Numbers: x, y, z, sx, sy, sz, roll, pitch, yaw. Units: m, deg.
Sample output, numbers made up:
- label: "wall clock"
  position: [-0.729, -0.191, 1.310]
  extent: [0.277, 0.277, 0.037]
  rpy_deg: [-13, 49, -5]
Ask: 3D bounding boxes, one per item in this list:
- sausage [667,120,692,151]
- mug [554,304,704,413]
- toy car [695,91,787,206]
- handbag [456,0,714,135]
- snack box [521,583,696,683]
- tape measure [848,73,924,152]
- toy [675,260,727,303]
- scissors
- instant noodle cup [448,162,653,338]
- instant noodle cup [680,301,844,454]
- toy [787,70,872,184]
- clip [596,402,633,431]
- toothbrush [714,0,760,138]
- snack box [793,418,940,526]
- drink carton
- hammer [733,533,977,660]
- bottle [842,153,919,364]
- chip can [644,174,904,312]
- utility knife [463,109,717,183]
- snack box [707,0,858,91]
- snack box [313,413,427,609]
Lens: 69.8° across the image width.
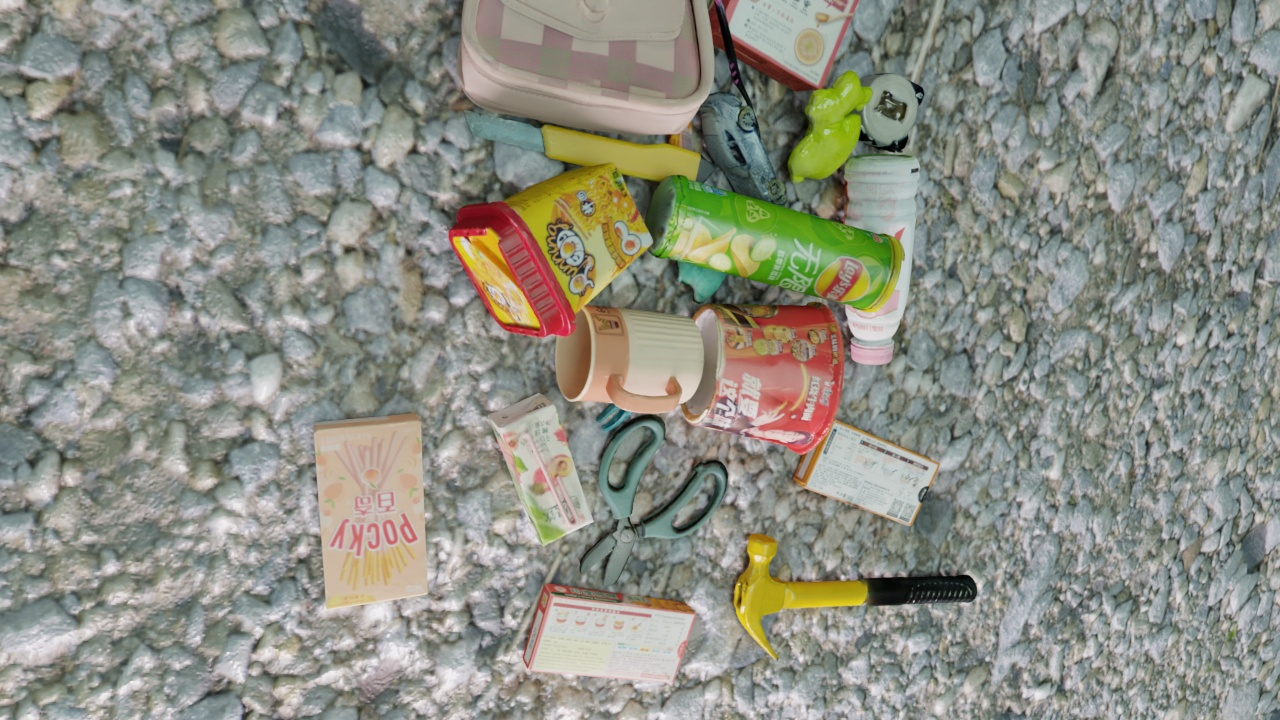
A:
- label: "sausage"
  position: [0.032, -0.220, 0.786]
  extent: [0.021, 0.021, 0.165]
  rpy_deg: [-9, 106, -21]
- label: "mug"
  position: [-0.005, 0.005, 0.775]
  extent: [0.105, 0.114, 0.082]
  rpy_deg: [3, 121, -26]
- label: "toy car"
  position: [0.086, -0.178, 0.801]
  extent: [0.036, 0.054, 0.120]
  rpy_deg: [-39, 115, -14]
- label: "handbag"
  position: [-0.035, -0.298, 0.702]
  extent: [0.193, 0.093, 0.234]
  rpy_deg: [7, 91, -17]
- label: "snack box"
  position: [-0.028, 0.262, 0.874]
  extent: [0.155, 0.027, 0.077]
  rpy_deg: [15, 97, -25]
- label: "tape measure"
  position: [0.225, -0.234, 0.858]
  extent: [0.066, 0.033, 0.066]
  rpy_deg: [14, 95, -25]
- label: "toy"
  position: [0.064, -0.098, 0.825]
  extent: [0.096, 0.030, 0.092]
  rpy_deg: [38, 83, -23]
- label: "scissors"
  position: [0.017, 0.142, 0.869]
  extent: [0.171, 0.019, 0.177]
  rpy_deg: [14, 95, -26]
- label: "instant noodle cup"
  position: [-0.068, -0.093, 0.732]
  extent: [0.123, 0.116, 0.116]
  rpy_deg: [-38, 114, -24]
- label: "instant noodle cup"
  position: [0.101, 0.011, 0.814]
  extent: [0.108, 0.138, 0.138]
  rpy_deg: [6, 100, -16]
- label: "toy"
  position: [0.171, -0.205, 0.824]
  extent: [0.096, 0.031, 0.100]
  rpy_deg: [-34, 144, -8]
- label: "clip"
  position: [-0.016, 0.043, 0.834]
  extent: [0.057, 0.014, 0.047]
  rpy_deg: [-37, 116, -10]
- label: "toothbrush"
  position: [0.074, -0.251, 0.764]
  extent: [0.018, 0.014, 0.189]
  rpy_deg: [-29, 137, -3]
- label: "snack box"
  position: [0.236, 0.115, 0.950]
  extent: [0.153, 0.026, 0.075]
  rpy_deg: [22, 94, -25]
- label: "drink carton"
  position: [-0.085, 0.096, 0.800]
  extent: [0.053, 0.045, 0.122]
  rpy_deg: [-23, 111, -18]
- label: "hammer"
  position: [0.234, 0.248, 0.978]
  extent: [0.300, 0.033, 0.129]
  rpy_deg: [4, 101, -23]
- label: "bottle"
  position: [0.226, -0.095, 0.875]
  extent: [0.068, 0.068, 0.197]
  rpy_deg: [-9, 109, -21]
- label: "chip can"
  position: [0.112, -0.099, 0.785]
  extent: [0.221, 0.072, 0.072]
  rpy_deg: [12, 97, -16]
- label: "utility knife"
  position: [-0.040, -0.177, 0.761]
  extent: [0.216, 0.015, 0.033]
  rpy_deg: [9, 103, -16]
- label: "snack box"
  position: [0.127, -0.315, 0.791]
  extent: [0.113, 0.044, 0.127]
  rpy_deg: [21, 95, -25]
- label: "snack box"
  position: [-0.222, 0.124, 0.760]
  extent: [0.084, 0.026, 0.157]
  rpy_deg: [-5, 104, -22]
